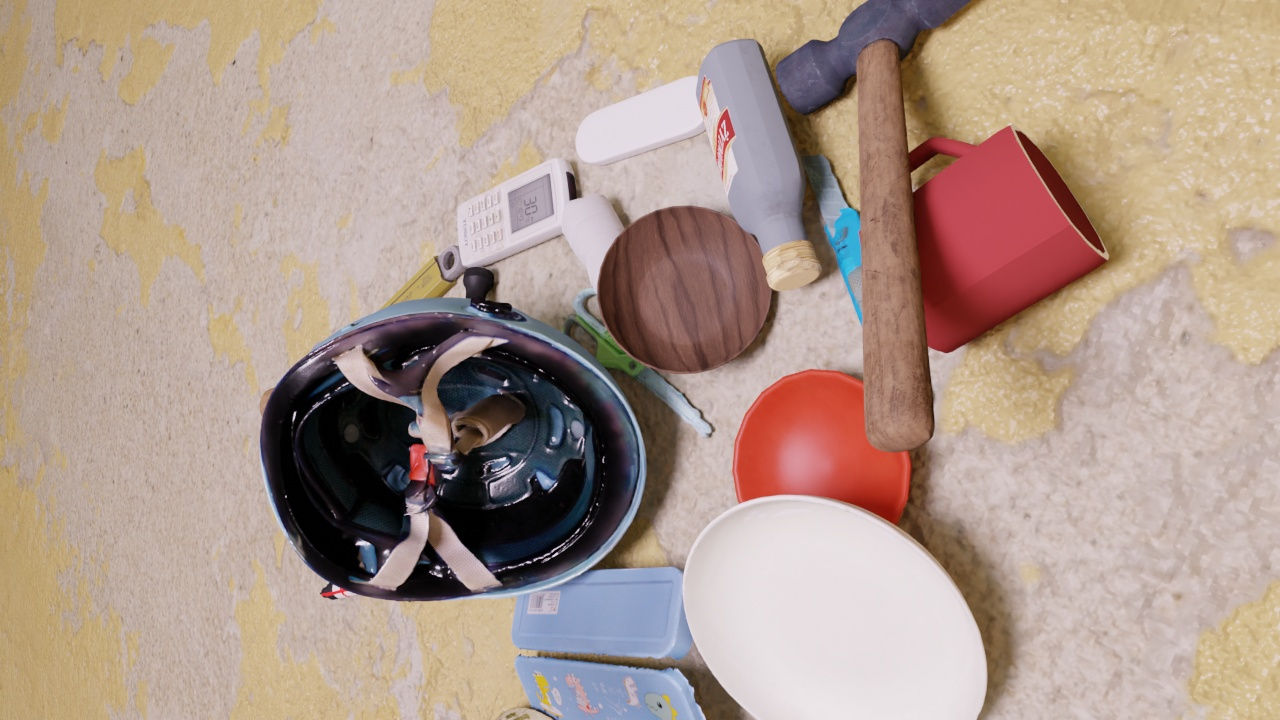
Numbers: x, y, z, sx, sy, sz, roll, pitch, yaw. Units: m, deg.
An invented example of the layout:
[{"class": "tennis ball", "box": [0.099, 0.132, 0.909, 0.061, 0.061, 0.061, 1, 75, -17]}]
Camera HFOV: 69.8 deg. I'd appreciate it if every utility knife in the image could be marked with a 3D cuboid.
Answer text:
[{"class": "utility knife", "box": [0.141, -0.050, 0.583, 0.031, 0.015, 0.198, -29, 67, 31]}]

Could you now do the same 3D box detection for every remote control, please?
[{"class": "remote control", "box": [0.002, -0.184, 0.711, 0.137, 0.013, 0.043, -8, 81, 39]}, {"class": "remote control", "box": [-0.108, -0.124, 0.790, 0.139, 0.025, 0.060, -15, 76, 38]}]

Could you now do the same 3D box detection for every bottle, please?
[{"class": "bottle", "box": [-0.017, -0.066, 0.696, 0.044, 0.044, 0.136, -44, 60, 28]}, {"class": "bottle", "box": [0.079, -0.125, 0.606, 0.046, 0.072, 0.161, -13, 73, -6]}]

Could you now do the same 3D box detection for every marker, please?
[{"class": "marker", "box": [-0.275, 0.220, 0.903, 0.146, 0.019, 0.019, -21, 73, 37]}]

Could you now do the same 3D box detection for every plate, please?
[{"class": "plate", "box": [0.113, 0.154, 0.543, 0.182, 0.034, 0.182, 14, 119, 27]}]

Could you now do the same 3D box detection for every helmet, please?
[{"class": "helmet", "box": [-0.127, 0.053, 0.678, 0.265, 0.166, 0.226, 6, 111, 0]}]

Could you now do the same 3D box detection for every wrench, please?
[{"class": "wrench", "box": [-0.258, -0.034, 0.912, 0.274, 0.018, 0.083, -37, 64, 32]}]

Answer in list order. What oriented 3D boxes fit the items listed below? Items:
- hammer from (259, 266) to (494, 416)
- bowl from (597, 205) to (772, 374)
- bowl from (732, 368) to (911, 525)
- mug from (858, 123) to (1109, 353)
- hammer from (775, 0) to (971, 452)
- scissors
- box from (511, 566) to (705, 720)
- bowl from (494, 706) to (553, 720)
[{"class": "hammer", "box": [-0.259, 0.015, 0.860, 0.306, 0.040, 0.132, -17, 56, 33]}, {"class": "bowl", "box": [0.031, -0.047, 0.641, 0.119, 0.032, 0.119, -1, 79, 4]}, {"class": "bowl", "box": [0.118, 0.067, 0.576, 0.122, 0.035, 0.122, -5, 83, 40]}, {"class": "mug", "box": [0.182, -0.078, 0.510, 0.097, 0.080, 0.116, -36, 57, 32]}, {"class": "hammer", "box": [0.131, -0.092, 0.488, 0.130, 0.040, 0.320, -25, 42, 37]}, {"class": "scissors", "box": [-0.003, 0.006, 0.700, 0.174, 0.033, 0.065, 43, 109, 38]}, {"class": "box", "box": [-0.031, 0.213, 0.663, 0.210, 0.039, 0.126, -18, 73, 50]}, {"class": "bowl", "box": [-0.097, 0.349, 0.702, 0.145, 0.063, 0.145, 5, 97, 41]}]
